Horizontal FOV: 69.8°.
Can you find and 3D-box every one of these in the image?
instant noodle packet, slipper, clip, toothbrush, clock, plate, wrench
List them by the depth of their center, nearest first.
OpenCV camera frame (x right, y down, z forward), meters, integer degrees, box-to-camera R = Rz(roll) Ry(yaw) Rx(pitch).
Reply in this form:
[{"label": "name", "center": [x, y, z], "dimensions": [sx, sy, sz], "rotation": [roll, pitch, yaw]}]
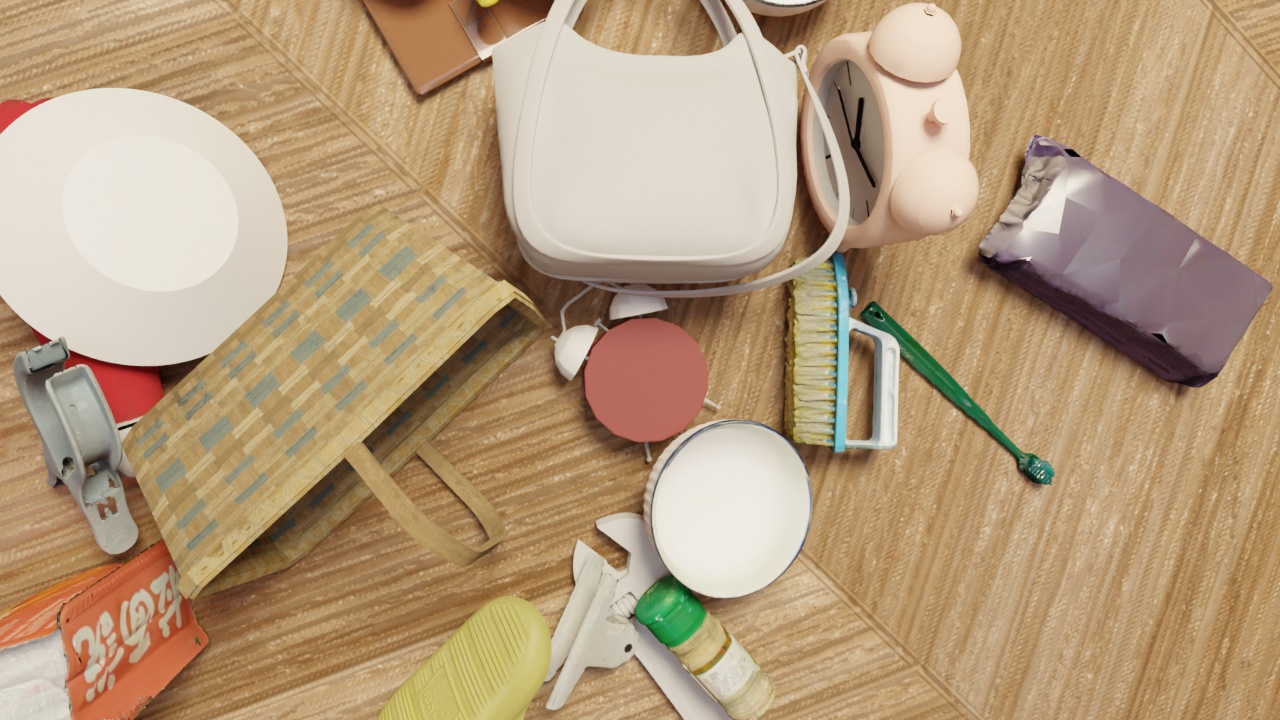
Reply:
[{"label": "instant noodle packet", "center": [-0.403, 0.184, 0.545], "dimensions": [0.221, 0.164, 0.084], "rotation": [-13, 96, -5]}, {"label": "plate", "center": [-0.298, -0.085, 0.556], "dimensions": [0.173, 0.036, 0.174], "rotation": [5, 81, -37]}, {"label": "clip", "center": [-0.351, 0.041, 0.558], "dimensions": [0.106, 0.164, 0.027], "rotation": [40, 46, 20]}, {"label": "clock", "center": [0.160, -0.140, 0.577], "dimensions": [0.086, 0.160, 0.131], "rotation": [-9, 94, -5]}, {"label": "slipper", "center": [-0.114, 0.244, 0.625], "dimensions": [0.081, 0.091, 0.191], "rotation": [28, 103, -45]}, {"label": "clip", "center": [-0.034, 0.187, 0.630], "dimensions": [0.057, 0.054, 0.102], "rotation": [27, 96, 27]}, {"label": "clock", "center": [-0.004, 0.003, 0.630], "dimensions": [0.087, 0.044, 0.124], "rotation": [-37, 96, -2]}, {"label": "wrench", "center": [0.045, 0.228, 0.663], "dimensions": [0.086, 0.018, 0.273], "rotation": [-36, 97, -2]}, {"label": "toothbrush", "center": [0.232, 0.026, 0.666], "dimensions": [0.190, 0.017, 0.016], "rotation": [42, 89, -6]}]

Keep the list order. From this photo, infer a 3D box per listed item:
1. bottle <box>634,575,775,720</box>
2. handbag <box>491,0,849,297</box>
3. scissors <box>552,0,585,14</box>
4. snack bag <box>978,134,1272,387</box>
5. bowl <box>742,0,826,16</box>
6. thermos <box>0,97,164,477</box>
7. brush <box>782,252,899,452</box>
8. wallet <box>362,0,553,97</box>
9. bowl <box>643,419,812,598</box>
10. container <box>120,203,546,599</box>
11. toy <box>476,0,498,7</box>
[{"label": "bottle", "center": [0.046, 0.199, 0.630], "dimensions": [0.043, 0.043, 0.111], "rotation": [-41, 99, -2]}, {"label": "handbag", "center": [0.016, -0.159, 0.573], "dimensions": [0.215, 0.096, 0.222], "rotation": [1, 81, -6]}, {"label": "scissors", "center": [-0.069, -0.309, 0.612], "dimensions": [0.149, 0.019, 0.131], "rotation": [31, 80, -13]}, {"label": "snack bag", "center": [0.343, -0.067, 0.650], "dimensions": [0.205, 0.058, 0.096], "rotation": [30, 91, -7]}, {"label": "bowl", "center": [0.091, -0.284, 0.611], "dimensions": [0.113, 0.063, 0.113], "rotation": [0, 94, -5]}, {"label": "thermos", "center": [-0.351, -0.041, 0.582], "dimensions": [0.073, 0.073, 0.240], "rotation": [-18, 96, -4]}, {"label": "brush", "center": [0.139, -0.006, 0.636], "dimensions": [0.075, 0.055, 0.136], "rotation": [0, 93, -1]}, {"label": "wallet", "center": [-0.119, -0.244, 0.620], "dimensions": [0.121, 0.013, 0.087], "rotation": [-31, 94, -5]}, {"label": "bowl", "center": [0.051, 0.096, 0.625], "dimensions": [0.118, 0.062, 0.118], "rotation": [-1, 93, -21]}, {"label": "container", "center": [-0.158, 0.050, 0.568], "dimensions": [0.250, 0.157, 0.186], "rotation": [-43, 85, -1]}, {"label": "toy", "center": [-0.119, -0.298, 0.569], "dimensions": [0.207, 0.092, 0.134], "rotation": [17, 88, 4]}]
